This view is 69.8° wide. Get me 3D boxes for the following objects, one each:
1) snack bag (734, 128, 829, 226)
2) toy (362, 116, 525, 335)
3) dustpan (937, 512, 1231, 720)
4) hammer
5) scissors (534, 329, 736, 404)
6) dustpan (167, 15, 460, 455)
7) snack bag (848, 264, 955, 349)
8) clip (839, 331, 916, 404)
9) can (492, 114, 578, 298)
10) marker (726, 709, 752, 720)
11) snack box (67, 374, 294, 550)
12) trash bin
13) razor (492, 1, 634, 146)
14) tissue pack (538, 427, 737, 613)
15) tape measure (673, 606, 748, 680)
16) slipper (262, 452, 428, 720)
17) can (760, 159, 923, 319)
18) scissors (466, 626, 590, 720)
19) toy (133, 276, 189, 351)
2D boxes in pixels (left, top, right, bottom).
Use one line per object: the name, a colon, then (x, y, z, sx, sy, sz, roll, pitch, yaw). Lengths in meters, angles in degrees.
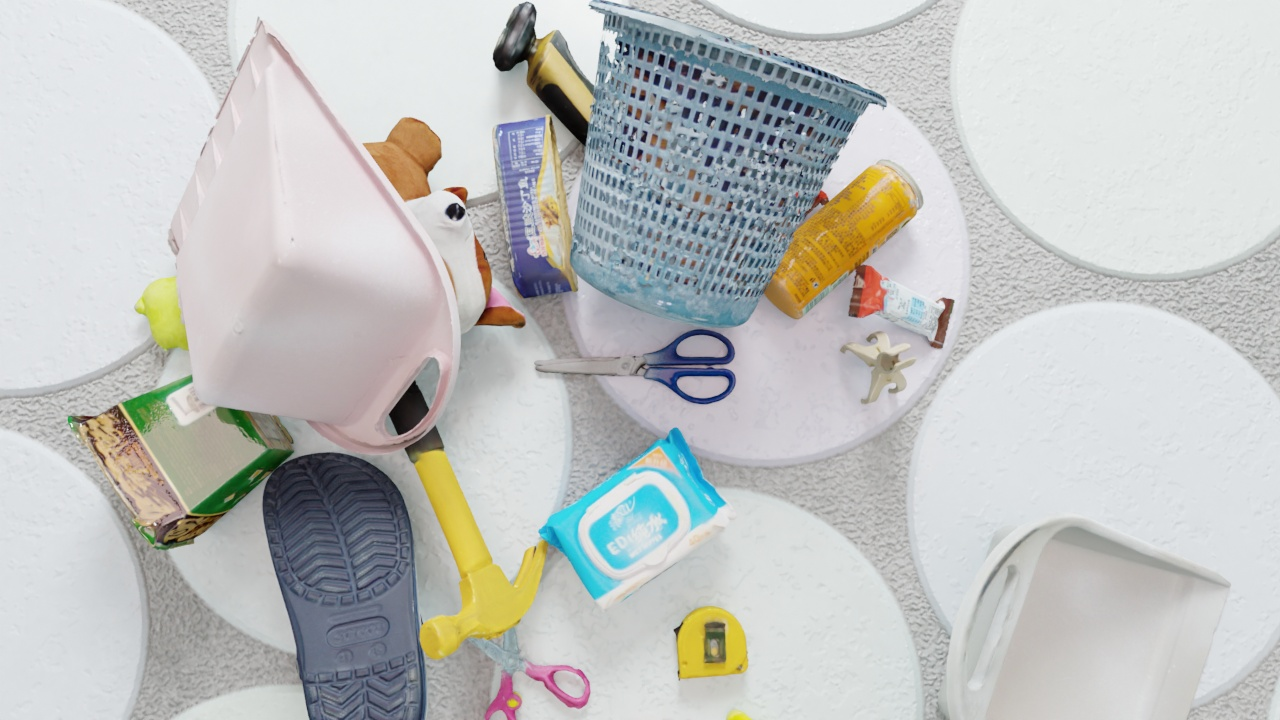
snack bag: (0.115, -0.162, 0.790, 0.045, 0.026, 0.105, -42, 84, -2)
toy: (-0.177, -0.100, 0.719, 0.139, 0.131, 0.199, -17, 74, -41)
dustpan: (0.340, 0.232, 0.698, 0.258, 0.143, 0.222, 21, 84, 2)
hammer: (-0.167, 0.074, 0.722, 0.033, 0.128, 0.300, -34, 78, 38)
scissors: (-0.004, 0.016, 0.776, 0.175, 0.012, 0.105, -23, 85, -2)
dustpan: (-0.240, -0.066, 0.679, 0.223, 0.138, 0.273, -44, 52, 34)
snack bag: (0.220, -0.044, 0.769, 0.104, 0.026, 0.048, 15, 87, -28)
clip: (0.192, -0.006, 0.749, 0.035, 0.101, 0.096, -21, 58, -2)
can: (-0.086, -0.126, 0.757, 0.049, 0.074, 0.148, -8, 86, 1)
marker: (0.119, 0.328, 0.746, 0.124, 0.015, 0.018, 41, 85, 0)
snack box: (-0.343, 0.065, 0.712, 0.105, 0.117, 0.118, -35, 89, -9)
trash bin: (0.042, -0.139, 0.693, 0.226, 0.226, 0.195, 19, 107, 0)
razor: (-0.062, -0.223, 0.780, 0.167, 0.062, 0.067, 49, 53, -2)
tissue pack: (-0.003, 0.129, 0.737, 0.140, 0.063, 0.090, -35, 86, -4)
tape measure: (0.058, 0.230, 0.746, 0.060, 0.029, 0.057, -4, 83, -2)
slipper: (-0.218, 0.190, 0.709, 0.105, 0.095, 0.252, -14, 62, -17)
can: (0.165, -0.101, 0.768, 0.146, 0.058, 0.058, -41, 86, -5)
scissors: (-0.096, 0.249, 0.748, 0.125, 0.017, 0.133, -5, 81, 0)
toy: (-0.364, -0.049, 0.763, 0.097, 0.031, 0.100, 27, 80, 4)
